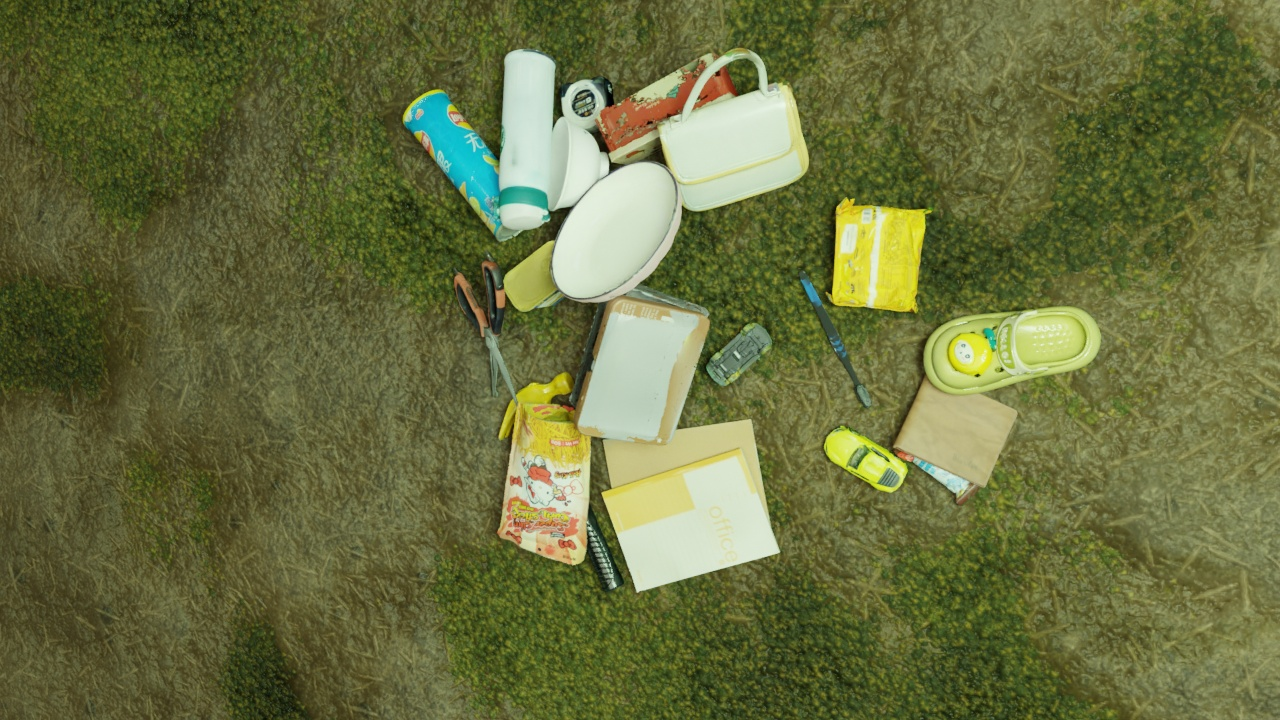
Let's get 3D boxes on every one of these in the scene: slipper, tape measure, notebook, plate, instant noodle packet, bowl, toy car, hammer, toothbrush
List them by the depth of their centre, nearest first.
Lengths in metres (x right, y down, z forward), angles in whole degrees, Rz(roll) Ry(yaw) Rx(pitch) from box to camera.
[{"bbox_3d":[0.416,-0.020,1.033,0.191,0.081,0.091,-11,76,15],"label":"slipper"},{"bbox_3d":[-0.024,-0.147,1.089,0.193,0.039,0.192,-24,49,30],"label":"plate"},{"bbox_3d":[0.282,-0.125,1.089,0.111,0.044,0.128,7,102,11],"label":"instant noodle packet"},{"bbox_3d":[0.274,0.122,1.126,0.105,0.032,0.048,32,105,14],"label":"toy car"},{"bbox_3d":[0.239,-0.027,1.129,0.014,0.016,0.189,-26,86,11],"label":"toothbrush"},{"bbox_3d":[0.126,-0.008,1.158,0.091,0.036,0.043,-43,81,19],"label":"toy car"},{"bbox_3d":[-0.078,-0.247,1.177,0.064,0.118,0.118,5,99,-20],"label":"bowl"},{"bbox_3d":[-0.068,-0.330,1.189,0.066,0.033,0.066,-3,93,21],"label":"tape measure"},{"bbox_3d":[0.063,0.212,1.208,0.207,0.010,0.146,-20,90,20],"label":"notebook"},{"bbox_3d":[0.059,0.163,1.215,0.208,0.008,0.148,-10,93,20],"label":"notebook"},{"bbox_3d":[-0.097,0.172,1.255,0.129,0.032,0.300,-25,88,20],"label":"hammer"}]

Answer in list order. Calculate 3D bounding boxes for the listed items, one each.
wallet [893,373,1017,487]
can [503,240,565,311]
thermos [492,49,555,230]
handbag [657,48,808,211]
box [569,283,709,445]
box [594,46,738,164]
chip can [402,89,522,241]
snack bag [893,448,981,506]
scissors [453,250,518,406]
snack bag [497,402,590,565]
[{"bbox_3d":[0.371,0.081,1.081,0.115,0.020,0.101,24,85,11],"label":"wallet"},{"bbox_3d":[-0.117,-0.111,1.203,0.102,0.083,0.057,-35,85,18],"label":"can"},{"bbox_3d":[-0.148,-0.278,1.171,0.073,0.073,0.224,-2,79,19],"label":"thermos"},{"bbox_3d":[0.102,-0.267,1.061,0.163,0.179,0.063,-15,46,10],"label":"handbag"},{"bbox_3d":[-0.007,0.007,1.136,0.150,0.166,0.182,21,102,16],"label":"box"},{"bbox_3d":[0.031,-0.313,1.127,0.169,0.091,0.078,-24,91,19],"label":"box"},{"bbox_3d":[-0.228,-0.261,1.230,0.071,0.071,0.210,-41,83,18],"label":"chip can"},{"bbox_3d":[0.359,0.127,1.099,0.104,0.026,0.048,42,103,11],"label":"snack bag"},{"bbox_3d":[-0.202,-0.045,1.233,0.225,0.015,0.189,62,148,15],"label":"scissors"},{"bbox_3d":[-0.124,0.163,1.220,0.129,0.073,0.208,12,106,16],"label":"snack bag"}]
